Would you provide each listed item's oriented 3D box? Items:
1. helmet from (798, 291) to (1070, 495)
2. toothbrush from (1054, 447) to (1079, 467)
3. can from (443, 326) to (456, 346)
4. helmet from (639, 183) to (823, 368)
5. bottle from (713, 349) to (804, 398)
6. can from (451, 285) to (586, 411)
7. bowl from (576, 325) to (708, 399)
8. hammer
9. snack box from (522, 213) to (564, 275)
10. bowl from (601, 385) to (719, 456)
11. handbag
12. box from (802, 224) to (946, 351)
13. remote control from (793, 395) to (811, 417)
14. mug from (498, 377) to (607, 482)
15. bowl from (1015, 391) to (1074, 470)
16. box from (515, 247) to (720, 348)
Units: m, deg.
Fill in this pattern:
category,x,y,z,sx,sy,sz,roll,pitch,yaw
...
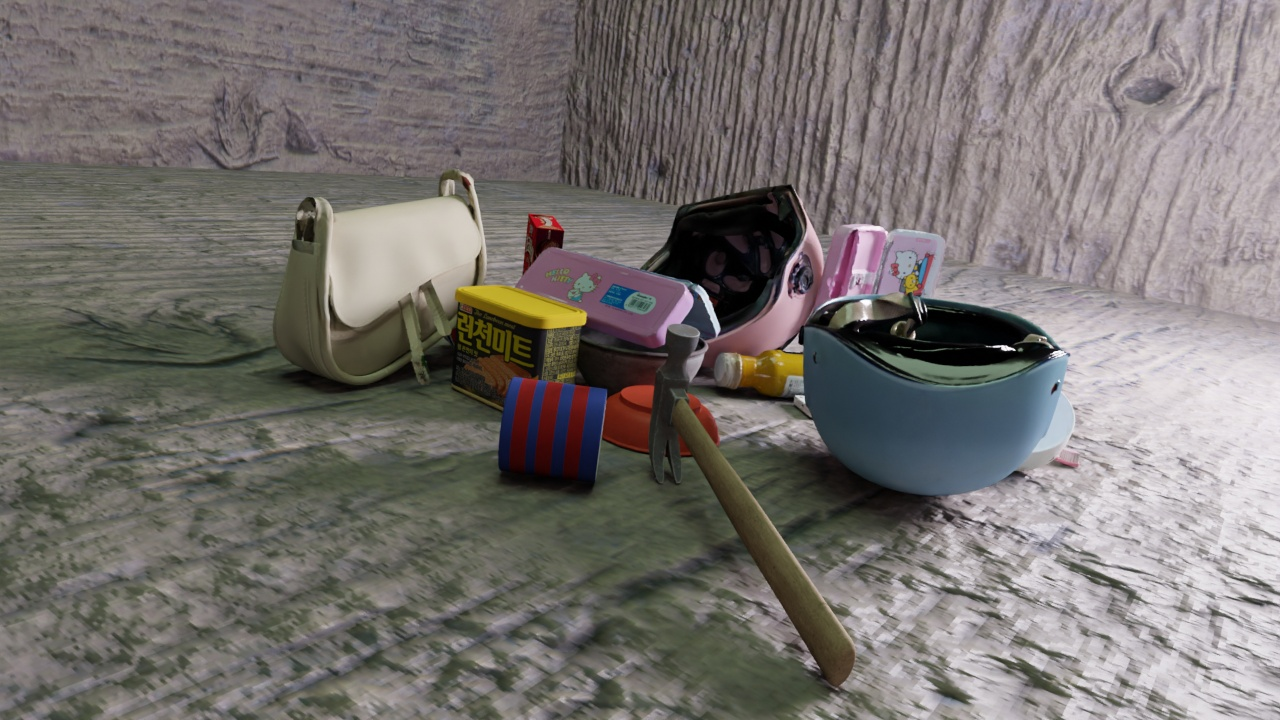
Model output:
category,x,y,z,sx,sy,sz,roll,pitch,yaw
helmet,0.249,0.022,0.822,0.226,0.167,0.265,10,23,13
toothbrush,0.403,0.083,0.980,0.021,0.016,0.135,-12,24,-39
can,-0.176,-0.034,1.021,0.070,0.070,0.132,-1,17,-30
helmet,0.118,-0.087,1.131,0.231,0.152,0.254,-9,47,33
bottle,0.177,0.016,1.044,0.186,0.053,0.053,4,15,-14
can,-0.122,-0.010,0.892,0.131,0.101,0.072,20,19,39
bowl,-0.005,0.006,0.962,0.145,0.067,0.144,7,15,-2
hammer,0.067,0.093,0.633,0.030,0.119,0.331,2,25,-20
snack box,-0.138,-0.125,1.263,0.036,0.133,0.152,5,15,-12
bowl,0.017,0.051,0.863,0.122,0.035,0.122,7,15,-2
handbag,-0.235,-0.082,0.911,0.132,0.184,0.228,15,26,29
box,0.270,-0.062,1.097,0.155,0.202,0.059,0,24,-25
remote control,0.240,0.055,1.014,0.135,0.011,0.050,4,15,-15
mug,-0.069,0.058,0.744,0.076,0.075,0.112,8,-12,-1
bowl,0.369,0.065,0.911,0.105,0.054,0.104,-4,48,4
box,-0.025,-0.055,0.981,0.214,0.089,0.092,20,-25,39
